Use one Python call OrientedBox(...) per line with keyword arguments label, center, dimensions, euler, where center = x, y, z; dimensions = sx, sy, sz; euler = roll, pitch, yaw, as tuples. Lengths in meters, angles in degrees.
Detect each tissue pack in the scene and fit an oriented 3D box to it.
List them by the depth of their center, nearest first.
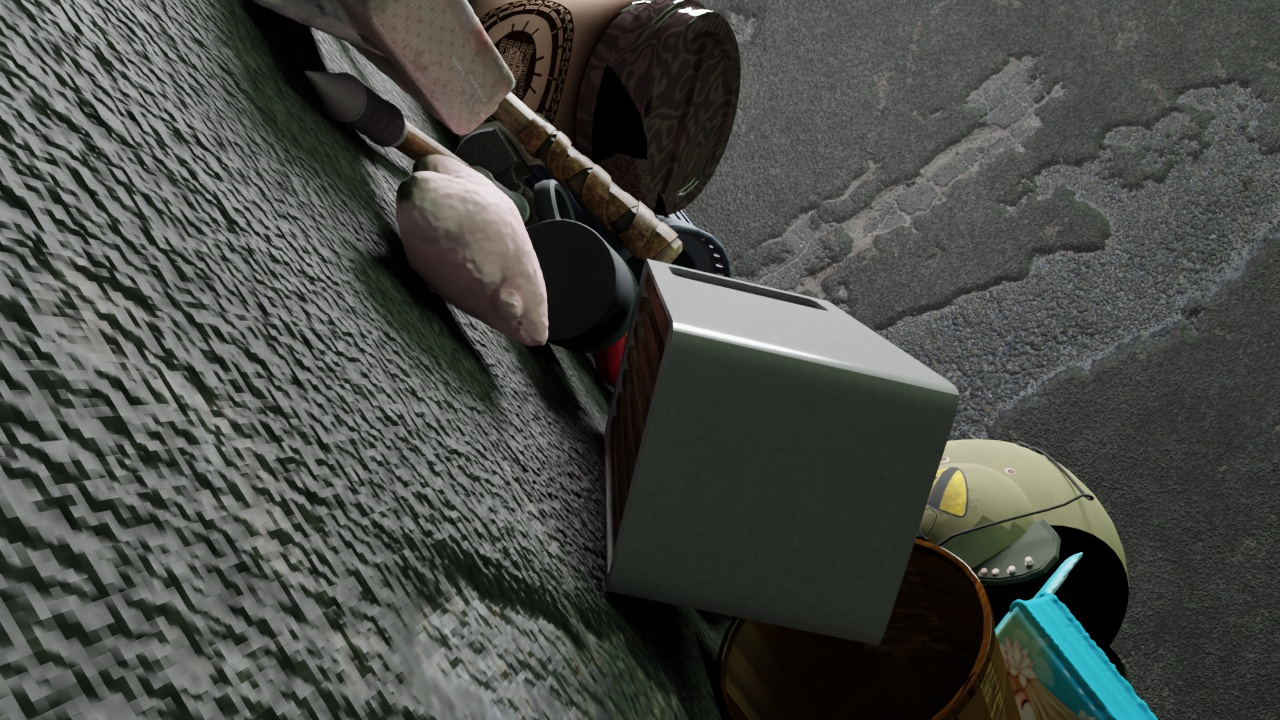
OrientedBox(label="tissue pack", center=(-0.154, -0.190, 0.465), dimensions=(0.181, 0.071, 0.104), euler=(45, -2, 28))

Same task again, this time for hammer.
OrientedBox(label="hammer", center=(-0.115, -0.117, 0.563), dimensions=(0.156, 0.043, 0.322), euler=(57, 8, 9))
OrientedBox(label="hammer", center=(-0.096, -0.174, 0.612), dimensions=(0.319, 0.049, 0.121), euler=(42, 7, -1))

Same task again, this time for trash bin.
OrientedBox(label="trash bin", center=(0.050, 0.028, 0.471), dimensions=(0.114, 0.114, 0.228), euler=(13, 12, -5))
OrientedBox(label="trash bin", center=(-0.028, -0.133, 0.902), dimensions=(0.139, 0.139, 0.249), euler=(51, 6, -45))

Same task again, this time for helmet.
OrientedBox(label="helmet", center=(0.266, 0.185, 0.768), dimensions=(0.250, 0.256, 0.232), euler=(54, 8, -24))

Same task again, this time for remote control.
OrientedBox(label="remote control", center=(-0.109, -0.177, 0.751), dimensions=(0.126, 0.018, 0.038), euler=(10, -42, 51))

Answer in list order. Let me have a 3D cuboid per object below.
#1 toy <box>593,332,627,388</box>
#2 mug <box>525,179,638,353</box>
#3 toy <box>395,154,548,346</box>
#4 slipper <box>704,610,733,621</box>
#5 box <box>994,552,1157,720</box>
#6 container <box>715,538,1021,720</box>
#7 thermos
OrientedBox(label="toy", center=(-0.004, 0.004, 0.688), dimensions=(0.137, 0.067, 0.106), euler=(61, -20, 17))
OrientedBox(label="mug", center=(-0.046, -0.060, 0.568), dimensions=(0.077, 0.071, 0.105), euler=(25, 52, -79))
OrientedBox(label="toy", center=(-0.073, -0.047, 0.414), dimensions=(0.096, 0.053, 0.099), euler=(56, 3, -21))
OrientedBox(label="slipper", center=(0.102, 0.104, 0.621), dimensions=(0.101, 0.083, 0.263), euler=(58, 22, 16))
OrientedBox(label="box", center=(0.217, 0.225, 0.578), dimensions=(0.083, 0.228, 0.172), euler=(17, 37, 1))
OrientedBox(label="container", center=(0.132, 0.194, 0.457), dimensions=(0.167, 0.132, 0.132), euler=(60, 3, -23))
OrientedBox(label="thermos", center=(-0.053, -0.234, 0.783), dimensions=(0.226, 0.172, 0.172), euler=(23, -10, 25))
